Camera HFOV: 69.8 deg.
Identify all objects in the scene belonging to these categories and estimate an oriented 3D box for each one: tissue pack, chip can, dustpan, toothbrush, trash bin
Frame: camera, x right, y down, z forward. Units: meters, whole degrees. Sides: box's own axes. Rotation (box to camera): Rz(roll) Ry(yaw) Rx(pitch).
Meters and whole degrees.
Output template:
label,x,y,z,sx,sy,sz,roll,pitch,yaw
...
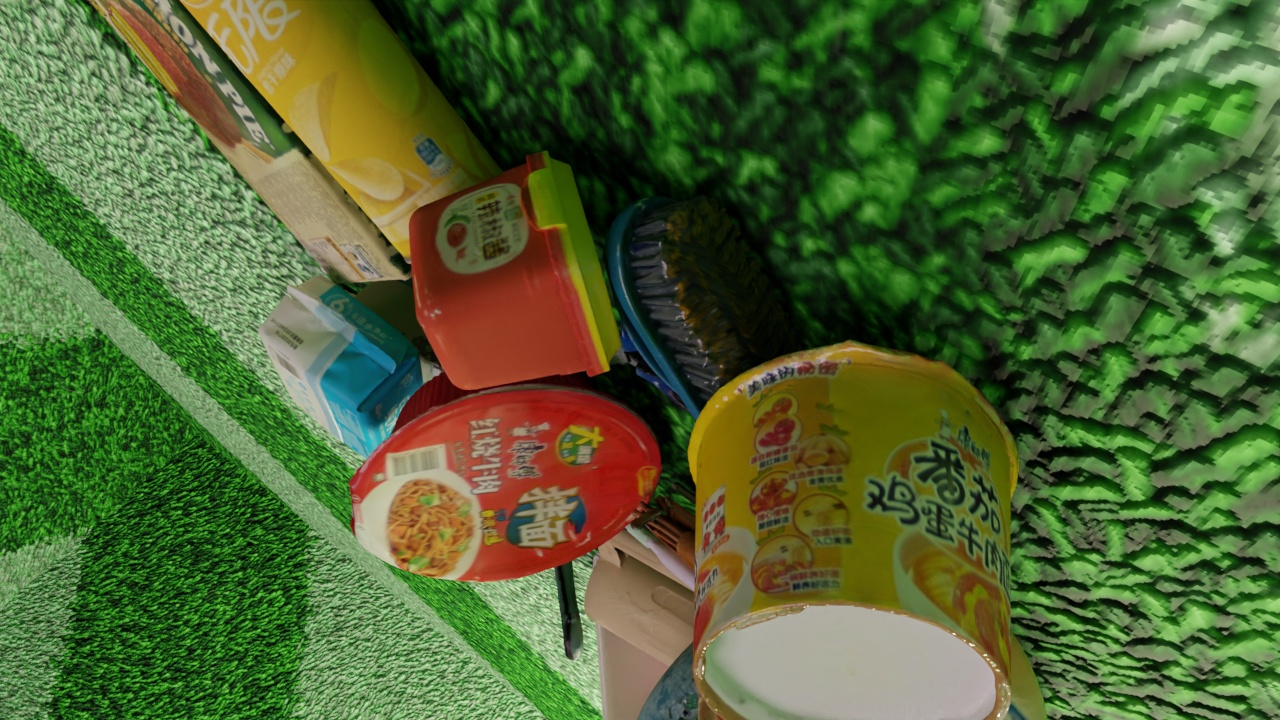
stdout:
label,x,y,z,sx,sy,sz,roll,pitch,yaw
tissue pack,-0.191,0.009,0.614,0.090,0.063,0.140,36,154,10
chip can,-0.154,-0.148,0.432,0.213,0.071,0.072,53,153,-22
dustpan,0.037,0.347,0.879,0.223,0.138,0.273,17,146,41
toothbrush,0.031,0.144,0.614,0.189,0.029,0.021,33,140,39
trash bin,0.110,0.271,0.600,0.195,0.226,0.227,41,159,32

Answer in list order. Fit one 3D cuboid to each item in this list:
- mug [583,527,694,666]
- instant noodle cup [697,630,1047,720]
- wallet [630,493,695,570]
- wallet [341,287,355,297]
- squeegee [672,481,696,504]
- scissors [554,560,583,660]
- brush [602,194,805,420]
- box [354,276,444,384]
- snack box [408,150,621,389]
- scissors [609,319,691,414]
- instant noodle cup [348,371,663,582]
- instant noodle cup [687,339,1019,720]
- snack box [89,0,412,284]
label,x,y,z,sx,sy,sz,roll,pitch,yaw
mug,0.019,0.175,0.699,0.104,0.084,0.125,24,145,30
instant noodle cup,0.110,0.185,0.449,0.151,0.151,0.111,27,157,28
wallet,0.062,0.130,0.572,0.119,0.035,0.131,34,176,-40
wallet,-0.246,-0.019,0.832,0.087,0.024,0.115,31,155,23
squeegee,0.111,0.092,0.482,0.248,0.040,0.250,33,153,20
scissors,-0.062,0.162,0.751,0.171,0.019,0.179,104,159,-60
brush,0.027,-0.011,0.413,0.074,0.055,0.144,7,139,49
box,-0.145,-0.003,0.673,0.184,0.059,0.090,28,151,30
snack box,-0.057,-0.035,0.412,0.082,0.080,0.091,74,179,-48
scissors,-0.008,-0.008,0.522,0.165,0.012,0.157,33,156,20
instant noodle cup,-0.087,0.062,0.585,0.194,0.194,0.065,73,178,-49
instant noodle cup,0.080,0.080,0.357,0.138,0.109,0.138,7,132,8
snack box,-0.209,-0.152,0.516,0.115,0.063,0.240,3,135,53
